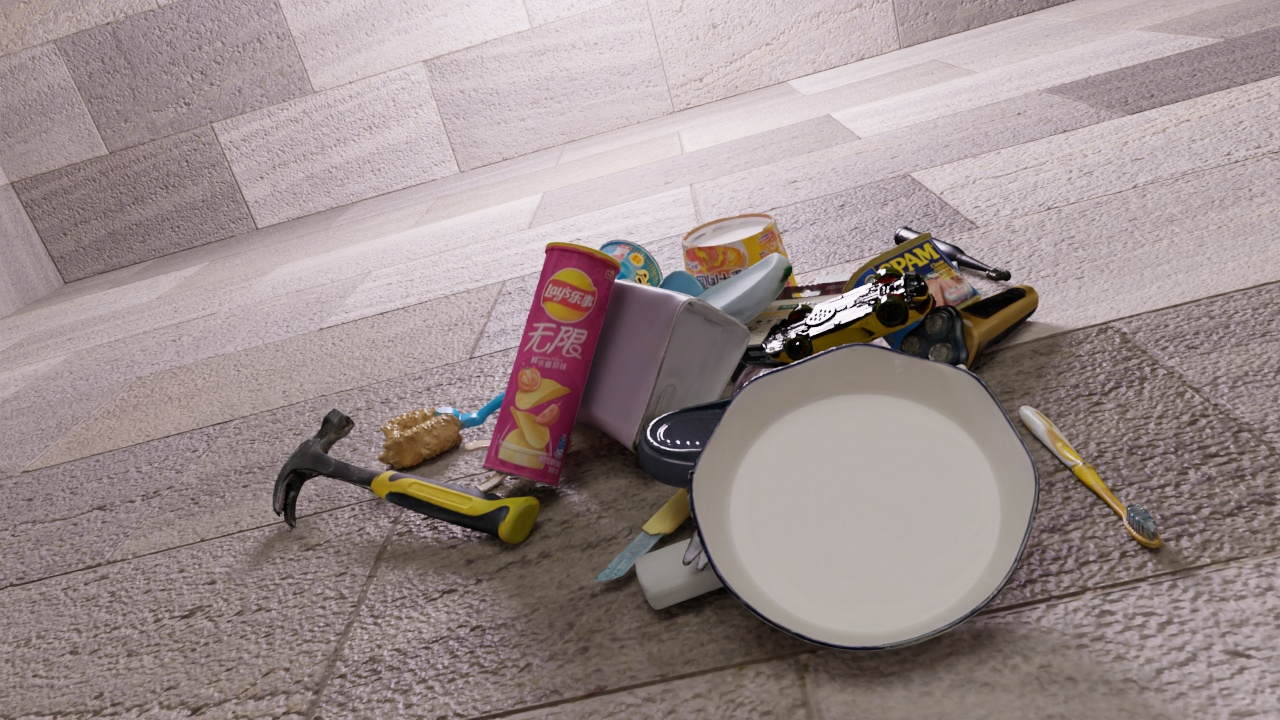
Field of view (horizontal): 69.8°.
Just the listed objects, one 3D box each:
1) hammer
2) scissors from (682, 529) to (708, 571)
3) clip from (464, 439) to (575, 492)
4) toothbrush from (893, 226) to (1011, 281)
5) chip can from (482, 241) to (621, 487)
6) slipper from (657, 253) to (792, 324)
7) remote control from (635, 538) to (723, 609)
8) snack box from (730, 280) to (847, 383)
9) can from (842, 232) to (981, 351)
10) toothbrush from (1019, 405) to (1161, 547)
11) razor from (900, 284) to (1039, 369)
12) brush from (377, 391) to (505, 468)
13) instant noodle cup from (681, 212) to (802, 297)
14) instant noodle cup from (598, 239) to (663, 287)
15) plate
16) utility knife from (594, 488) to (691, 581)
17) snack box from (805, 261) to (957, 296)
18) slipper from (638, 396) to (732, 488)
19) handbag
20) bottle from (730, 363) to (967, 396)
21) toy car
[{"bbox_3d":[-0.224,0.119,0.842,0.324,0.032,0.125,8,52,37],"label":"hammer"},{"bbox_3d":[0.060,0.095,0.693,0.142,0.022,0.234,15,27,39],"label":"scissors"},{"bbox_3d":[-0.112,0.085,0.862,0.100,0.071,0.035,-20,23,-24],"label":"clip"},{"bbox_3d":[0.349,-0.119,1.035,0.027,0.026,0.212,-7,21,-12],"label":"toothbrush"},{"bbox_3d":[-0.079,0.004,0.819,0.071,0.210,0.071,15,-9,2],"label":"chip can"},{"bbox_3d":[0.050,-0.055,0.962,0.246,0.074,0.103,-26,18,41],"label":"slipper"},{"bbox_3d":[0.071,0.132,0.638,0.150,0.021,0.058,-18,14,-5],"label":"remote control"},{"bbox_3d":[0.158,-0.029,0.921,0.113,0.053,0.125,-4,25,29],"label":"snack box"},{"bbox_3d":[0.260,-0.063,0.875,0.102,0.057,0.083,-26,68,-21],"label":"can"},{"bbox_3d":[0.301,0.070,0.629,0.016,0.018,0.191,-13,22,4],"label":"toothbrush"},{"bbox_3d":[0.304,-0.034,0.824,0.167,0.068,0.062,-24,31,-34],"label":"razor"},{"bbox_3d":[-0.158,0.046,0.964,0.254,0.046,0.083,-23,21,-2],"label":"brush"},{"bbox_3d":[0.112,-0.100,1.049,0.138,0.110,0.137,-13,23,5],"label":"instant noodle cup"},{"bbox_3d":[-0.037,-0.083,1.147,0.099,0.099,0.109,-2,33,32],"label":"instant noodle cup"},{"bbox_3d":[0.136,0.084,0.575,0.205,0.045,0.204,-9,53,12],"label":"plate"},{"bbox_3d":[0.032,0.111,0.722,0.031,0.022,0.210,1,21,38],"label":"utility knife"},{"bbox_3d":[0.257,-0.072,0.988,0.157,0.027,0.084,-4,25,29],"label":"snack box"},{"bbox_3d":[0.132,0.044,0.679,0.268,0.083,0.110,-2,23,1],"label":"slipper"},{"bbox_3d":[-0.005,0.005,0.861,0.197,0.098,0.145,19,83,56],"label":"handbag"},{"bbox_3d":[0.178,0.027,0.787,0.195,0.044,0.079,-4,26,27],"label":"bottle"},{"bbox_3d":[0.182,-0.035,0.815,0.156,0.041,0.071,-22,23,24],"label":"toy car"}]
